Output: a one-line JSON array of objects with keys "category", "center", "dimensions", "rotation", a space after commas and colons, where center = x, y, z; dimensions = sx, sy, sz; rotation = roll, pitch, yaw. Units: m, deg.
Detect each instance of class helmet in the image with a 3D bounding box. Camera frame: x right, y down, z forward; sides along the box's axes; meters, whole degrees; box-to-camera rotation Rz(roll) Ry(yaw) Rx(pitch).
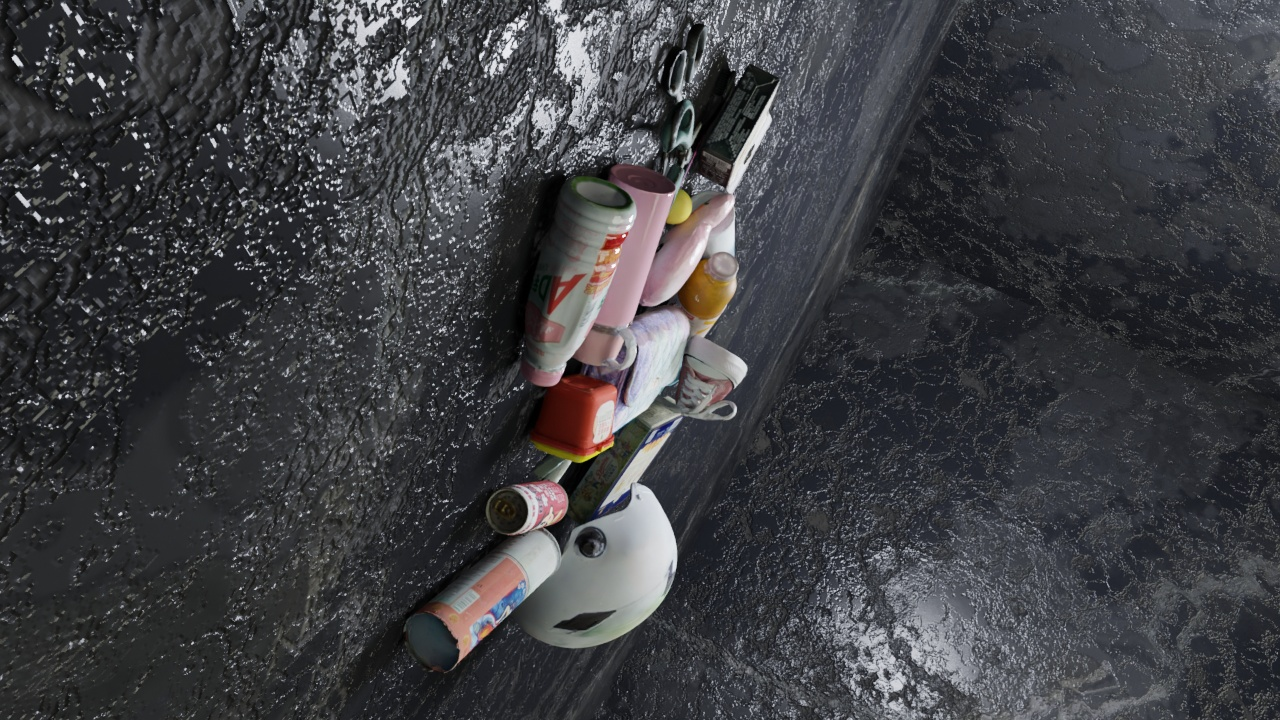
[{"category": "helmet", "center": [-0.051, 0.302, 1.243], "dimensions": [0.257, 0.146, 0.230], "rotation": [-35, 167, -34]}]

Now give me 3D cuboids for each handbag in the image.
[{"category": "handbag", "center": [-0.007, 0.007, 1.125], "dimensions": [0.193, 0.075, 0.134], "rotation": [-33, 145, -65]}]

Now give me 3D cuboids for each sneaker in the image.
[{"category": "sneaker", "center": [0.083, 0.039, 1.271], "dimensions": [0.087, 0.118, 0.241], "rotation": [-60, 175, -15]}]

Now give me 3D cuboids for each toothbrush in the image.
[{"category": "toothbrush", "center": [0.061, -0.242, 1.046], "dimensions": [0.189, 0.018, 0.014], "rotation": [-63, 165, 16]}, {"category": "toothbrush", "center": [-0.080, 0.106, 1.176], "dimensions": [0.187, 0.016, 0.017], "rotation": [-54, 173, -33]}]

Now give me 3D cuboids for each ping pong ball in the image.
[{"category": "ping pong ball", "center": [0.037, -0.172, 1.024], "dimensions": [0.040, 0.040, 0.040], "rotation": [-56, 164, -25]}]

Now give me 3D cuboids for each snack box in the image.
[{"category": "snack box", "center": [-0.068, 0.061, 1.007], "dimensions": [0.091, 0.082, 0.080], "rotation": [-18, 123, -69]}, {"category": "snack box", "center": [-0.019, 0.143, 1.335], "dimensions": [0.183, 0.046, 0.177], "rotation": [-55, 168, 15]}, {"category": "snack box", "center": [0.116, -0.268, 1.081], "dimensions": [0.113, 0.053, 0.126], "rotation": [-61, 179, -4]}]

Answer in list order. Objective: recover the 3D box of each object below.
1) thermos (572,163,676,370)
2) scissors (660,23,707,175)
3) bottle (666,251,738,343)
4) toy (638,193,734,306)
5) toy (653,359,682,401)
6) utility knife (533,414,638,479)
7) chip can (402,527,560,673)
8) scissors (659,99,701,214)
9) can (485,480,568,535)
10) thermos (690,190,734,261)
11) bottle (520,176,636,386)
[{"category": "thermos", "center": [-0.019, -0.084, 0.898], "dimensions": [0.067, 0.087, 0.199], "rotation": [-12, 131, -44]}, {"category": "scissors", "center": [0.042, -0.263, 0.931], "dimensions": [0.151, 0.014, 0.170], "rotation": [-63, 167, 7]}, {"category": "bottle", "center": [0.080, -0.083, 1.206], "dimensions": [0.067, 0.068, 0.190], "rotation": [-56, 179, -27]}, {"category": "toy", "center": [0.048, -0.130, 1.068], "dimensions": [0.159, 0.054, 0.121], "rotation": [-52, -172, -10]}, {"category": "toy", "center": [0.048, 0.003, 1.370], "dimensions": [0.155, 0.050, 0.162], "rotation": [-36, 155, -56]}, {"category": "utility knife", "center": [-0.065, 0.097, 1.145], "dimensions": [0.204, 0.034, 0.018], "rotation": [-35, 142, -46]}, {"category": "chip can", "center": [-0.169, 0.256, 1.013], "dimensions": [0.214, 0.071, 0.071], "rotation": [-32, 147, -62]}, {"category": "scissors", "center": [0.039, -0.217, 0.942], "dimensions": [0.176, 0.019, 0.174], "rotation": [96, 17, -54]}, {"category": "can", "center": [-0.126, 0.165, 1.035], "dimensions": [0.053, 0.053, 0.132], "rotation": [-63, 166, 2]}, {"category": "thermos", "center": [0.094, -0.148, 1.229], "dimensions": [0.070, 0.070, 0.220], "rotation": [-59, 166, -13]}, {"category": "bottle", "center": [-0.064, -0.064, 0.820], "dimensions": [0.068, 0.068, 0.197], "rotation": [-42, 159, -55]}]
